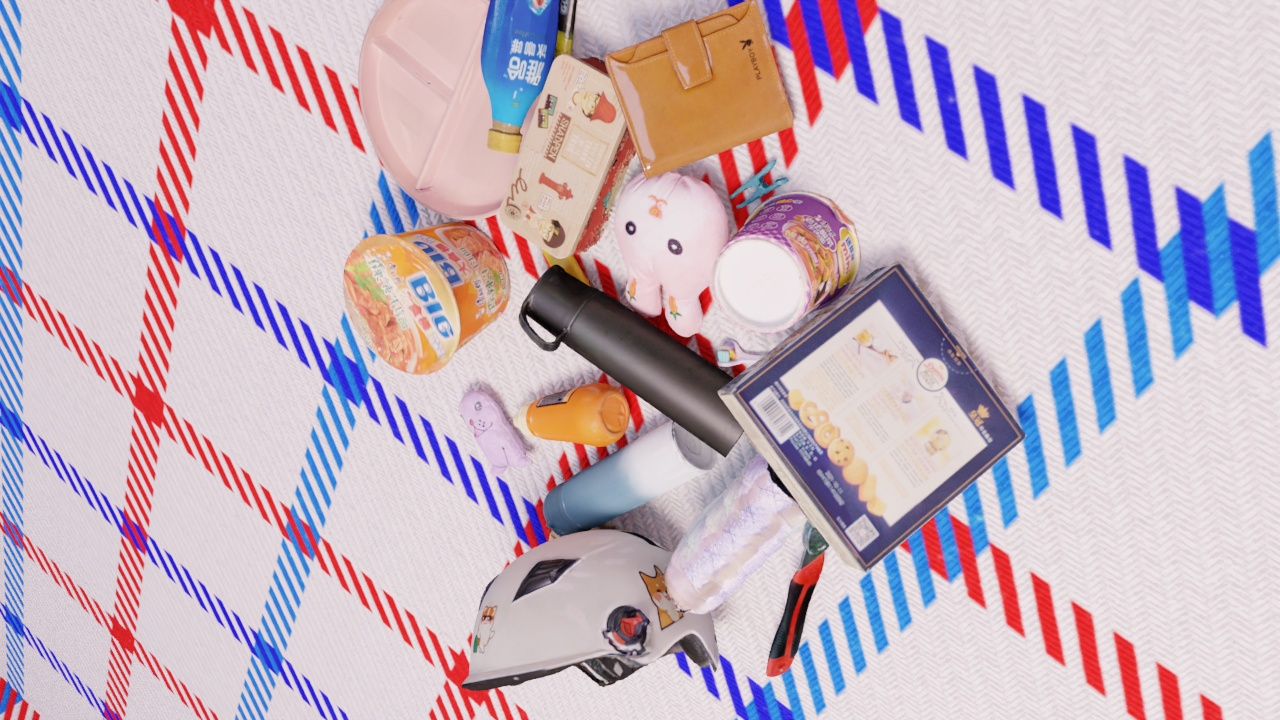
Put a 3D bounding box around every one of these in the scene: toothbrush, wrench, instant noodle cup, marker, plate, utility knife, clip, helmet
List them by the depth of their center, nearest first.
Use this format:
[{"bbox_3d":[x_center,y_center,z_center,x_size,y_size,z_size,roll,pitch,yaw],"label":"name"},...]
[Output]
[{"bbox_3d":[0.115,-0.077,0.770,0.112,0.099,0.112,14,118,27],"label":"instant noodle cup"},{"bbox_3d":[0.102,-0.150,0.796,0.057,0.014,0.047,-29,98,38],"label":"clip"},{"bbox_3d":[-0.067,-0.308,0.821,0.018,0.015,0.124,24,121,20],"label":"marker"},{"bbox_3d":[0.160,0.002,0.832,0.189,0.029,0.021,6,156,27],"label":"toothbrush"},{"bbox_3d":[-0.185,-0.254,0.911,0.230,0.028,0.230,13,117,25],"label":"plate"},{"bbox_3d":[0.165,0.229,0.921,0.016,0.056,0.274,52,140,46],"label":"wrench"},{"bbox_3d":[-0.069,-0.088,0.928,0.033,0.015,0.181,-25,98,24],"label":"utility knife"},{"bbox_3d":[-0.053,0.255,0.956,0.231,0.273,0.156,-30,58,46],"label":"helmet"},{"bbox_3d":[-0.217,-0.074,0.963,0.151,0.111,0.151,13,119,25],"label":"instant noodle cup"}]

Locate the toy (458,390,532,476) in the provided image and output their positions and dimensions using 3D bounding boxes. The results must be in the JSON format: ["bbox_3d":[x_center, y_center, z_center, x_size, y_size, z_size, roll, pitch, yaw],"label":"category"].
[{"bbox_3d":[-0.173,0.083,1.058,0.084,0.038,0.108,-26,99,46],"label":"toy"}]

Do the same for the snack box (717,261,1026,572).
[{"bbox_3d":[0.188,0.044,0.746,0.178,0.182,0.046,54,170,-2],"label":"snack box"}]

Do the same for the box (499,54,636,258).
[{"bbox_3d":[-0.053,-0.185,0.841,0.091,0.075,0.169,33,117,14],"label":"box"}]

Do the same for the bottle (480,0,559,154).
[{"bbox_3d":[-0.102,-0.291,0.795,0.065,0.065,0.219,20,111,22],"label":"bottle"}]

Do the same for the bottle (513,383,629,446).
[{"bbox_3d":[-0.082,0.061,0.982,0.150,0.066,0.067,-6,109,41],"label":"bottle"}]

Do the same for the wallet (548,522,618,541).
[{"bbox_3d":[-0.071,0.229,1.078,0.087,0.024,0.115,18,122,17],"label":"wallet"}]

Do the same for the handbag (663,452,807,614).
[{"bbox_3d":[0.105,0.145,0.861,0.075,0.133,0.194,39,126,7],"label":"handbag"}]

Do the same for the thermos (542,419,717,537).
[{"bbox_3d":[-0.019,0.126,0.967,0.221,0.070,0.070,-32,94,37],"label":"thermos"}]

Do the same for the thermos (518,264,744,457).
[{"bbox_3d":[-0.005,0.005,0.877,0.242,0.089,0.069,33,143,8],"label":"thermos"}]

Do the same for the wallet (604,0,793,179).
[{"bbox_3d":[0.048,-0.221,0.750,0.132,0.031,0.108,-19,103,4],"label":"wallet"}]

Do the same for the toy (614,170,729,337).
[{"bbox_3d":[0.027,-0.097,0.843,0.121,0.054,0.160,26,130,31],"label":"toy"}]
